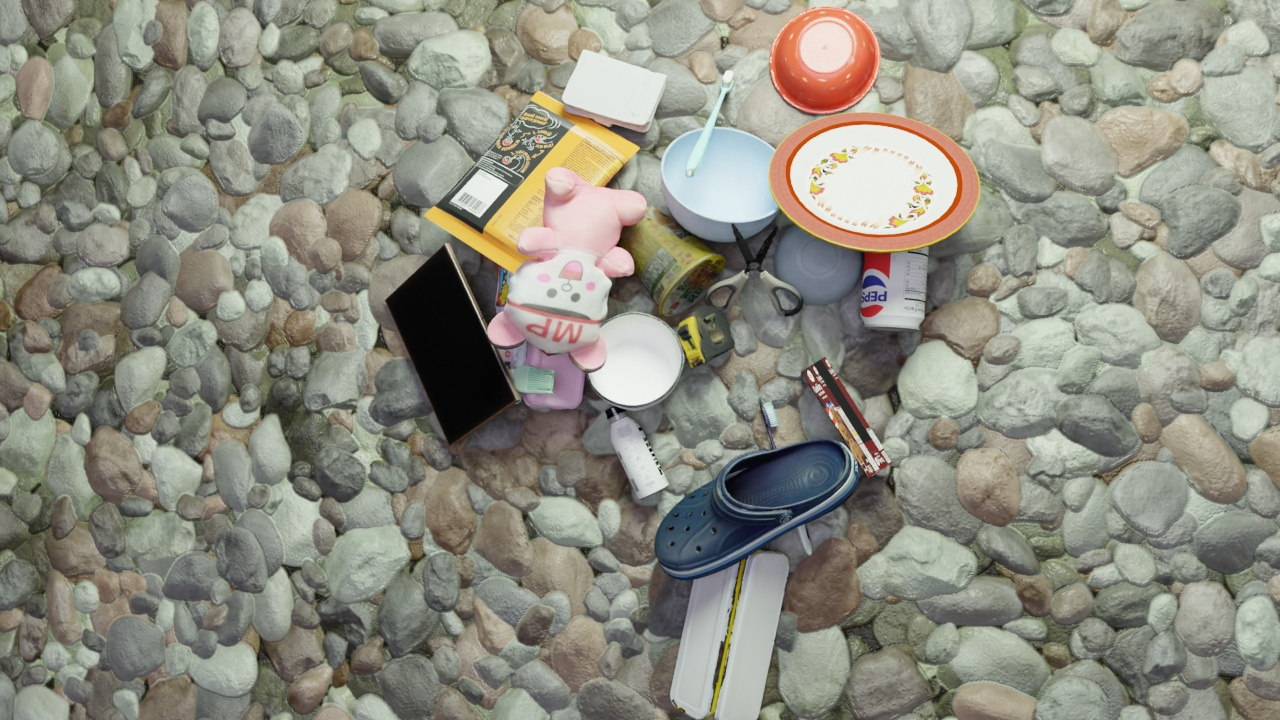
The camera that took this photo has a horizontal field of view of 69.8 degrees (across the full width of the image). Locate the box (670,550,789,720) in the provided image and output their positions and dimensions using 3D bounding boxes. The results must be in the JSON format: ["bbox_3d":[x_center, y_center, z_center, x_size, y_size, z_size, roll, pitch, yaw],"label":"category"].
[{"bbox_3d":[0.107,0.320,1.089,0.084,0.080,0.210,12,89,50],"label":"box"}]

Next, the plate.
[{"bbox_3d":[0.258,-0.198,1.024,0.230,0.021,0.229,-2,52,2],"label":"plate"}]

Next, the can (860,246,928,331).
[{"bbox_3d":[0.290,-0.102,1.044,0.070,0.070,0.132,4,89,10],"label":"can"}]

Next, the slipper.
[{"bbox_3d":[0.119,0.152,1.032,0.253,0.095,0.105,-28,46,11],"label":"slipper"}]

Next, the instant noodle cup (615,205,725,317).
[{"bbox_3d":[0.029,-0.121,1.082,0.102,0.102,0.108,-44,72,6],"label":"instant noodle cup"}]

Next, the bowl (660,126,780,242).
[{"bbox_3d":[0.093,-0.192,1.066,0.150,0.075,0.150,4,56,-6],"label":"bowl"}]

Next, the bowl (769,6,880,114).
[{"bbox_3d":[0.216,-0.359,1.076,0.130,0.045,0.130,0,88,9],"label":"bowl"}]

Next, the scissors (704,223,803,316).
[{"bbox_3d":[0.129,-0.094,1.050,0.170,0.157,0.012,-30,41,43],"label":"scissors"}]

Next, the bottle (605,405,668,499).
[{"bbox_3d":[-0.008,0.107,1.104,0.041,0.041,0.116,-27,84,8],"label":"bottle"}]

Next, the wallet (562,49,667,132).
[{"bbox_3d":[-0.031,-0.328,1.125,0.116,0.032,0.086,22,77,11],"label":"wallet"}]

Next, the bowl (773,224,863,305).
[{"bbox_3d":[0.209,-0.119,1.074,0.106,0.039,0.106,0,88,10],"label":"bowl"}]

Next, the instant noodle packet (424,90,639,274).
[{"bbox_3d":[-0.129,-0.215,1.104,0.160,0.032,0.220,33,74,17],"label":"instant noodle packet"}]

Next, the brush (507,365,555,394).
[{"bbox_3d":[-0.189,0.016,1.109,0.218,0.012,0.033,6,90,34],"label":"brush"}]

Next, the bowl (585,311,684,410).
[{"bbox_3d":[-0.006,0.006,1.085,0.116,0.066,0.116,-1,75,3],"label":"bowl"}]

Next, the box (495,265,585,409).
[{"bbox_3d":[-0.125,-0.043,1.131,0.100,0.103,0.201,6,89,-30],"label":"box"}]

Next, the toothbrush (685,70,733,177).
[{"bbox_3d":[0.081,-0.275,1.063,0.016,0.017,0.180,17,58,6],"label":"toothbrush"}]

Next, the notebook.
[{"bbox_3d":[-0.233,-0.016,1.120,0.142,0.008,0.209,-33,78,36],"label":"notebook"}]

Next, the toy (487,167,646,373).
[{"bbox_3d":[-0.080,-0.101,1.030,0.142,0.084,0.213,14,92,-23],"label":"toy"}]

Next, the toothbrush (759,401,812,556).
[{"bbox_3d":[0.175,0.140,1.085,0.017,0.016,0.189,-16,85,-1],"label":"toothbrush"}]

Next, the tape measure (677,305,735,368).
[{"bbox_3d":[0.078,-0.033,1.081,0.038,0.067,0.062,-24,90,50],"label":"tape measure"}]

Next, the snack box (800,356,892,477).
[{"bbox_3d":[0.236,0.064,1.058,0.032,0.051,0.141,-32,84,7],"label":"snack box"}]
